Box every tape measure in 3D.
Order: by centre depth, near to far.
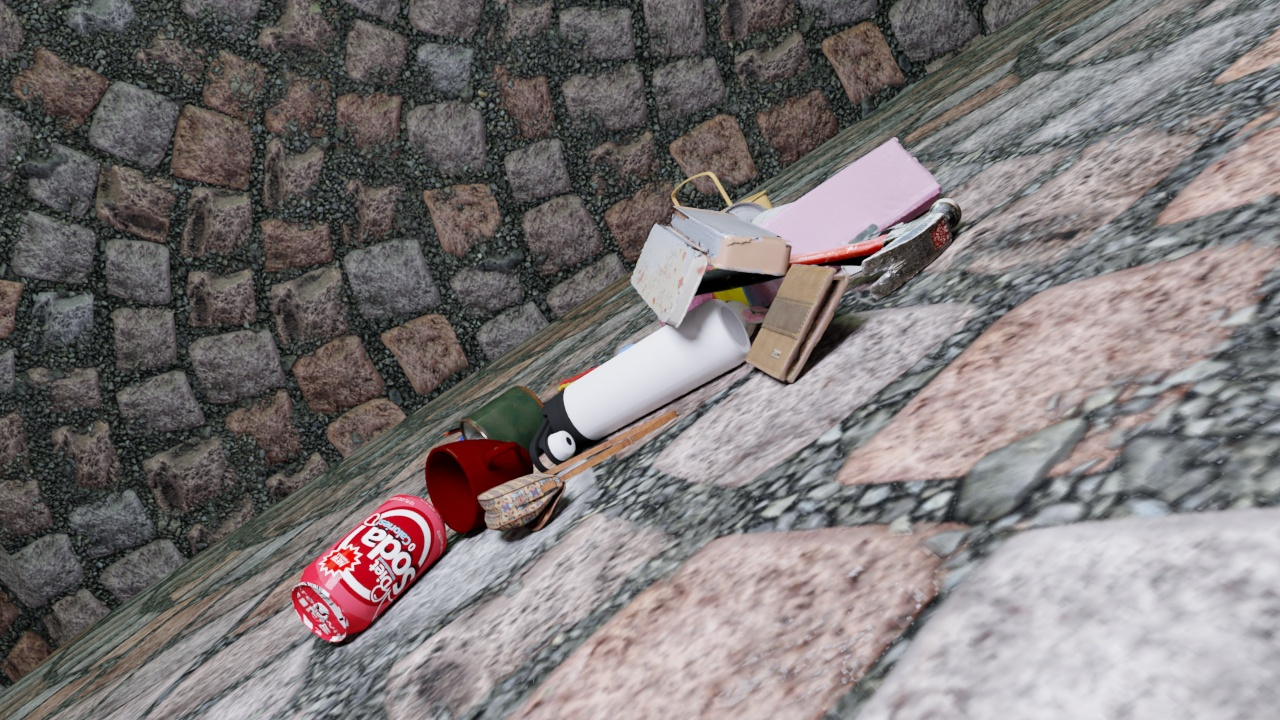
[{"bbox_3d":[0.242,-0.114,0.943,0.064,0.017,0.064,-25,12,43],"label":"tape measure"}]

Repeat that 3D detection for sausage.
[{"bbox_3d":[-0.063,0.030,1.174,0.040,0.040,0.156,-39,10,-33],"label":"sausage"}]

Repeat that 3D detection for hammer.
[{"bbox_3d":[0.141,-0.090,0.909,0.327,0.036,0.140,-7,25,44],"label":"hammer"}]

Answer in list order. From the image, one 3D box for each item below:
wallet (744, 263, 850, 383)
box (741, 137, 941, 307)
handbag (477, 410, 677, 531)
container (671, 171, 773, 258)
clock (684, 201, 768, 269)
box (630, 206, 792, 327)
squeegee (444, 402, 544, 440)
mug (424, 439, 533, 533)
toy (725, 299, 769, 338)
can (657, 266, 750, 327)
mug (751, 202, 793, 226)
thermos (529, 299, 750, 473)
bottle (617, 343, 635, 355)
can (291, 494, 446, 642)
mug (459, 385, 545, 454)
[{"bbox_3d":[0.128,-0.033,0.766,0.099,0.027,0.121,-62,10,4],"label":"wallet"},{"bbox_3d":[0.217,-0.139,1.042,0.232,0.099,0.107,-35,-24,-5],"label":"box"},{"bbox_3d":[-0.049,0.097,0.816,0.195,0.043,0.094,-27,3,-17],"label":"handbag"},{"bbox_3d":[0.120,-0.208,1.406,0.129,0.167,0.183,-35,8,-14],"label":"container"},{"bbox_3d":[0.120,-0.146,1.210,0.156,0.110,0.062,-20,3,-23],"label":"clock"},{"bbox_3d":[0.062,-0.094,0.911,0.114,0.096,0.217,1,16,-10],"label":"box"},{"bbox_3d":[-0.215,0.112,1.227,0.185,0.055,0.248,-27,-7,34],"label":"squeegee"},{"bbox_3d":[-0.146,0.108,0.901,0.088,0.087,0.114,-17,-21,-42],"label":"mug"},{"bbox_3d":[0.090,-0.032,0.953,0.112,0.050,0.087,-24,11,19],"label":"toy"},{"bbox_3d":[0.080,-0.076,1.147,0.066,0.066,0.125,-40,11,-38],"label":"can"},{"bbox_3d":[0.174,-0.134,1.129,0.119,0.083,0.096,-61,10,-1],"label":"mug"},{"bbox_3d":[-0.005,0.029,0.900,0.230,0.068,0.101,-30,22,24],"label":"thermos"},{"bbox_3d":[-0.006,0.006,1.070,0.048,0.048,0.131,-32,9,8],"label":"bottle"},{"bbox_3d":[-0.245,0.187,0.845,0.075,0.074,0.142,-27,11,38],"label":"can"},{"bbox_3d":[-0.151,0.090,1.067,0.081,0.085,0.111,-36,-26,-26],"label":"mug"}]
